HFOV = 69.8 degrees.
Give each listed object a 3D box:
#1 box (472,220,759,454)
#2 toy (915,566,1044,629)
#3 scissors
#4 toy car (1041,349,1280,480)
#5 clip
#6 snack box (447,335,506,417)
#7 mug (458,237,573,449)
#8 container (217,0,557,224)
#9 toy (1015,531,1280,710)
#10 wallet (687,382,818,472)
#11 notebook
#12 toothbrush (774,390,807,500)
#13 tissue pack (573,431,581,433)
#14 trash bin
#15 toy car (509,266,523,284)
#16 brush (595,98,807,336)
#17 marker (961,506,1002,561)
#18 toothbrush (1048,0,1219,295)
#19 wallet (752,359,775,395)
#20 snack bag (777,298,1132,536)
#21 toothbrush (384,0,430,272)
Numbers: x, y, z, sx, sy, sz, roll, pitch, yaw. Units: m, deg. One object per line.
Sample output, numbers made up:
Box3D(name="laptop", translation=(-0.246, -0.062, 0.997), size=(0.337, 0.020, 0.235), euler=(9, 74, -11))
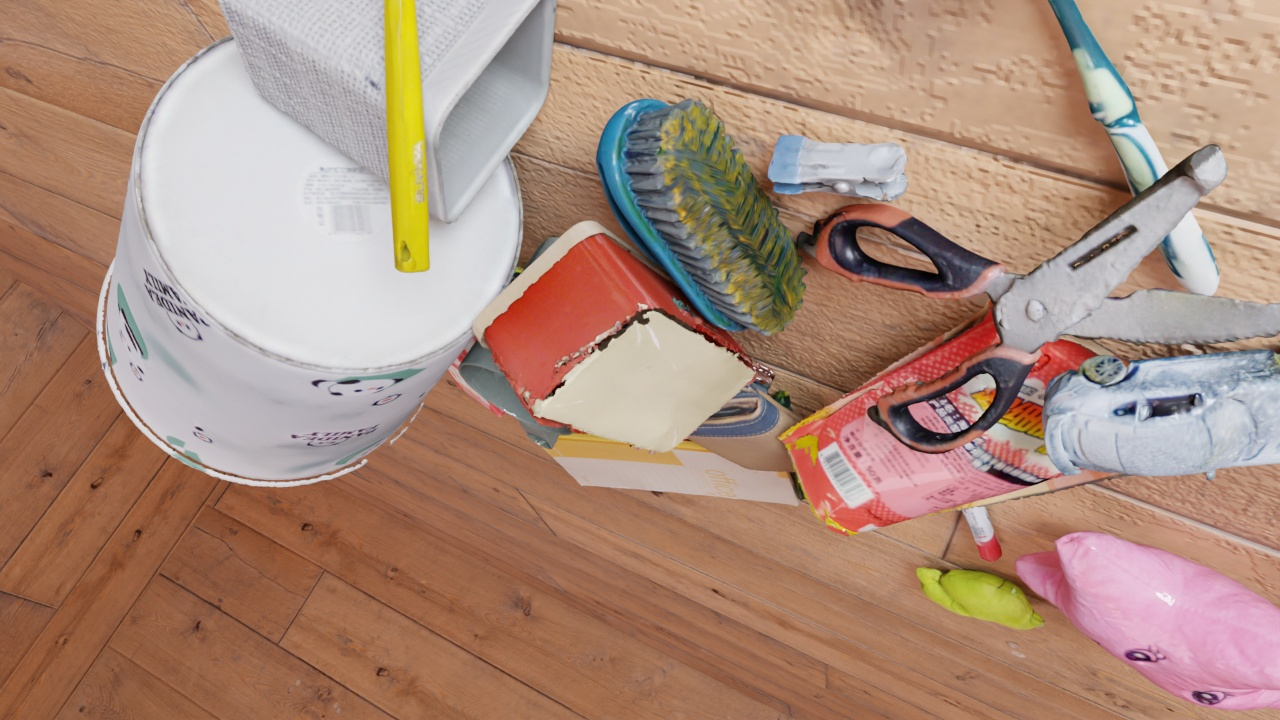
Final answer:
Box3D(name="box", translation=(-0.003, 0.003, 0.495), size=(0.078, 0.091, 0.168), euler=(54, -167, 25))
Box3D(name="toy", translation=(0.278, 0.197, 0.764), size=(0.097, 0.031, 0.100), euler=(29, 160, 6))
Box3D(name="scissors", translation=(0.144, -0.018, 0.375), size=(0.226, 0.015, 0.189), euler=(34, 146, 42))
Box3D(name="toy car", translation=(0.230, 0.024, 0.377), size=(0.121, 0.036, 0.054), euler=(-9, 130, 30))
Box3D(name="clip", translation=(0.082, -0.080, 0.381), size=(0.058, 0.025, 0.036), euler=(13, 162, 24))
Box3D(name="snack box", translation=(-0.149, -0.001, 0.779), size=(0.075, 0.025, 0.153), euler=(58, 165, -19))
Box3D(name="mug", translation=(-0.054, -0.007, 0.614), size=(0.084, 0.103, 0.124), euler=(23, 160, 16))
Box3D(name="container", translation=(-0.110, -0.138, 0.405), size=(0.114, 0.090, 0.090), euler=(31, 159, 2))
Box3D(name="toy", translation=(0.320, 0.154, 0.543), size=(0.194, 0.074, 0.179), euler=(31, 168, -7))
Box3D(name="wallet", translation=(0.074, 0.048, 0.618), size=(0.090, 0.033, 0.115), euler=(-4, 154, 41))
Box3D(name="notebook", translation=(0.024, 0.091, 0.775), size=(0.206, 0.010, 0.146), euler=(3, 157, 17))
Box3D(name="toothbrush", translation=(0.120, 0.070, 0.700), size=(0.017, 0.012, 0.186), euler=(13, 155, 22))
Box3D(name="tissue pack", translation=(-0.048, 0.039, 0.789), size=(0.133, 0.050, 0.093), euler=(26, 159, 6))
Box3D(name="trash bin", translation=(-0.199, -0.054, 0.549), size=(0.229, 0.229, 0.253), euler=(35, 153, -15))
Box3D(name="toy car", translation=(-0.092, -0.040, 0.688), size=(0.048, 0.032, 0.105), euler=(31, 151, -5))
Box3D(name="brush", translation=(0.024, -0.066, 0.443), size=(0.074, 0.055, 0.144), euler=(14, 156, 42))
Box3D(name="marker", translation=(0.229, 0.103, 0.628), size=(0.017, 0.017, 0.145), euler=(13, 154, 37))
Box3D(name="toothbrush", translation=(0.155, -0.077, 0.300), size=(0.191, 0.018, 0.016), euler=(42, 157, -32))
Box3D(name="wallet", translation=(0.038, 0.017, 0.657), size=(0.101, 0.032, 0.125), euler=(24, 160, 6))
Box3D(name="snack bag", translation=(0.171, 0.040, 0.494), size=(0.128, 0.073, 0.208), euler=(33, 148, -10))
Box3D(name="toothbrush", translation=(-0.089, -0.124, 0.331), size=(0.016, 0.190, 0.016), euler=(6, -160, 11))
